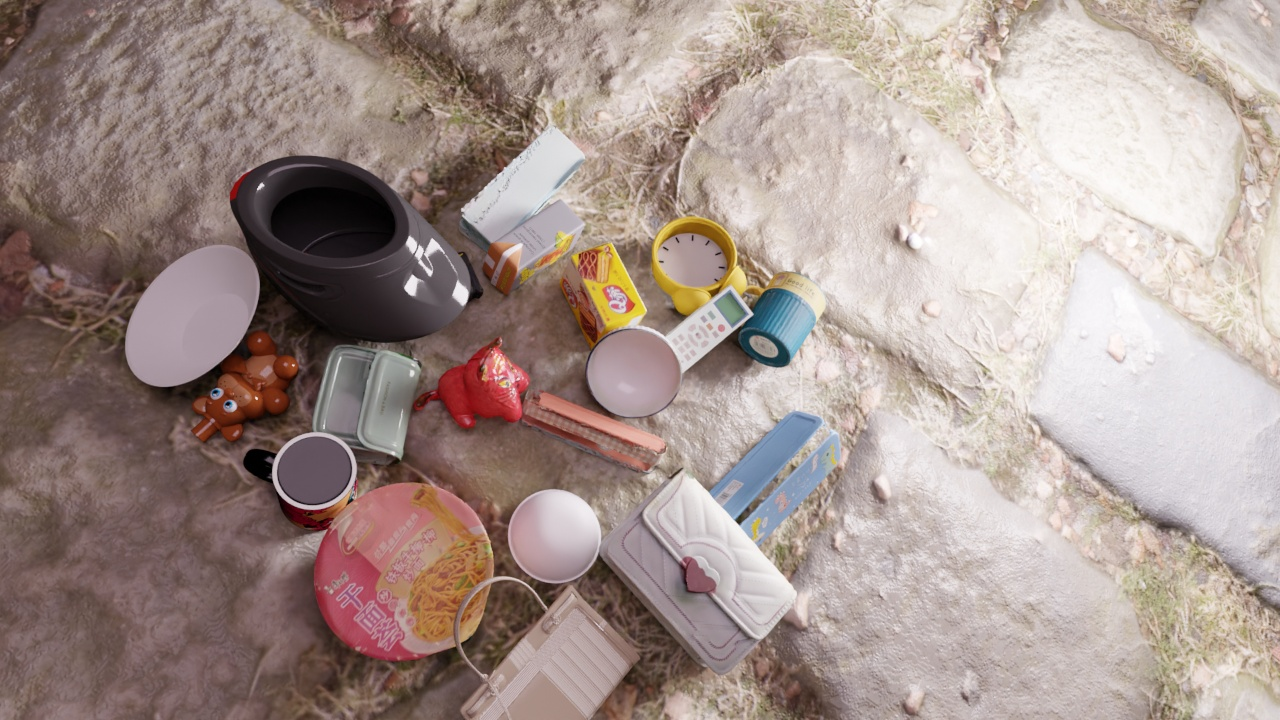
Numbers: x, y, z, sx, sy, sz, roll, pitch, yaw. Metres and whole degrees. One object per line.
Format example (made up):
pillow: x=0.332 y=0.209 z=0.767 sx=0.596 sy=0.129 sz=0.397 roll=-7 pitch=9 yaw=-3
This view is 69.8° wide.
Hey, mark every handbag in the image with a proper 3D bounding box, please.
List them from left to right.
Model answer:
handbag: x=-0.311 y=0.048 z=1.037 sx=0.106 sy=0.067 sz=0.121 roll=12 pitch=65 yaw=-14
handbag: x=-0.118 y=0.304 z=0.943 sx=0.175 sy=0.062 sz=0.198 roll=-45 pitch=116 yaw=-28
handbag: x=0.066 y=0.238 z=1.042 sx=0.141 sy=0.096 sz=0.198 roll=-43 pitch=86 yaw=-13

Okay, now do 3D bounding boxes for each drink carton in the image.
drink carton: x=-0.137 y=-0.145 z=1.171 sx=0.048 sy=0.076 sz=0.124 roll=47 pitch=59 yaw=6

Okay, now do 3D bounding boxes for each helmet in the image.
helmet: x=-0.322 y=-0.110 z=1.042 sx=0.265 sy=0.170 sz=0.163 roll=21 pitch=61 yaw=0

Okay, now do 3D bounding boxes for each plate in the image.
plate: x=-0.483 y=-0.044 z=1.014 sx=0.174 sy=0.036 sz=0.173 roll=-9 pitch=62 yaw=17

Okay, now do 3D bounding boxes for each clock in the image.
clock: x=0.077 y=-0.123 z=1.234 sx=0.113 sy=0.052 sz=0.152 roll=-23 pitch=72 yaw=-14

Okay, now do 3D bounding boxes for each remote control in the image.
remote control: x=0.074 y=-0.034 z=1.189 sx=0.143 sy=0.024 sz=0.049 roll=-39 pitch=99 yaw=-6

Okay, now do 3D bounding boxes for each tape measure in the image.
tape measure: x=-0.237 y=-0.098 z=1.138 sx=0.064 sy=0.037 sz=0.065 roll=-21 pitch=73 yaw=-24

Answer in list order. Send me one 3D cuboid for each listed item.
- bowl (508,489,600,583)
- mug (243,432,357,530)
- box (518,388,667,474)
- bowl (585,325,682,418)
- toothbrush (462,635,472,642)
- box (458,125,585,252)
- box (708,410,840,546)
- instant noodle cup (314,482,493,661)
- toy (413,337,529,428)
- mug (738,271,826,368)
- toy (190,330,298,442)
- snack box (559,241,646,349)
bowl: x=-0.094 y=0.197 z=1.055 sx=0.110 sy=0.041 sz=0.109 roll=6 pitch=66 yaw=-15
mug: x=-0.360 y=0.124 z=0.971 sx=0.118 sy=0.098 sz=0.081 roll=20 pitch=63 yaw=-8
box: x=-0.062 y=0.088 z=1.122 sx=0.188 sy=0.063 sz=0.058 roll=24 pitch=37 yaw=-4
bowl: x=-0.007 y=0.007 z=1.139 sx=0.118 sy=0.118 sz=0.062 roll=25 pitch=21 yaw=-6
toothbrush: x=-0.229 y=0.222 z=1.016 sx=0.016 sy=0.017 sz=0.189 roll=-22 pitch=76 yaw=-21
box: x=-0.155 y=-0.224 z=1.218 sx=0.083 sy=0.066 sz=0.198 roll=50 pitch=60 yaw=-20
box: x=0.163 y=0.152 z=1.161 sx=0.208 sy=0.078 sz=0.074 roll=-39 pitch=40 yaw=-26
instant noodle cup: x=-0.243 y=0.224 z=0.965 sx=0.178 sy=0.078 sz=0.178 roll=2 pitch=71 yaw=-6
toy: x=-0.204 y=0.022 z=1.065 sx=0.133 sy=0.094 sz=0.088 roll=-10 pitch=52 yaw=9
mug: x=0.176 y=-0.059 z=1.233 sx=0.114 sy=0.083 sz=0.107 roll=22 pitch=63 yaw=25
toy: x=-0.439 y=0.034 z=1.007 sx=0.095 sy=0.065 sz=0.127 roll=37 pitch=67 yaw=11
snack box: x=-0.049 y=-0.081 z=1.163 sx=0.061 sy=0.084 sz=0.105 roll=-21 pitch=76 yaw=-22
